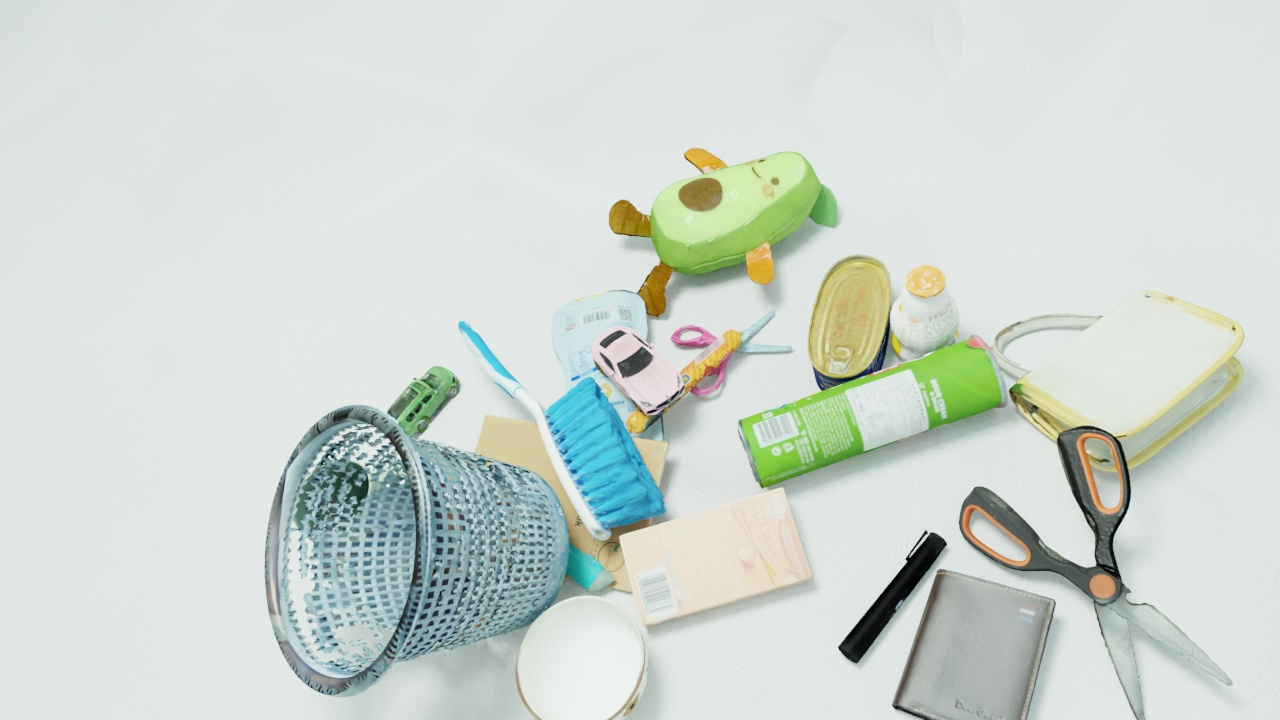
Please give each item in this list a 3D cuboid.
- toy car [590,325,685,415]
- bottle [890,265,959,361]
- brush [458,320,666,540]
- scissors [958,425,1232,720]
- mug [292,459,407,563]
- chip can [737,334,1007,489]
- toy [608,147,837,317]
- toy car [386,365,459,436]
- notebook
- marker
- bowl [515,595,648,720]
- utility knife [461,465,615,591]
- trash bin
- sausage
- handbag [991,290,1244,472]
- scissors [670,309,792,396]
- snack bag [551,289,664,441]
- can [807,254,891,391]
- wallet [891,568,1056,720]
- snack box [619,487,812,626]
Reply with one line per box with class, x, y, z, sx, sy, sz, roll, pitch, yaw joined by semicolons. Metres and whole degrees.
toy car;-0.005;0.005;0.915;0.056;0.037;0.122;-37;48;-11
bottle;0.268;-0.043;0.865;0.063;0.108;0.063;-8;56;11
brush;-0.089;0.046;0.910;0.109;0.060;0.314;-36;58;10
scissors;0.351;0.161;0.730;0.222;0.021;0.220;1;81;41
mug;-0.268;0.150;0.910;0.111;0.106;0.082;-36;53;-7
chip can;0.209;0.048;0.844;0.236;0.072;0.072;-20;53;5
toy;0.088;-0.159;1.017;0.247;0.090;0.226;-24;59;5
toy car;-0.243;0.043;1.022;0.043;0.036;0.091;26;64;32
notebook;-0.084;0.135;0.905;0.208;0.008;0.147;7;71;23
marker;0.213;0.198;0.774;0.022;0.020;0.131;39;74;17
bowl;-0.044;0.266;0.786;0.113;0.062;0.113;-8;54;11
utility knife;-0.107;0.158;0.889;0.209;0.013;0.029;34;85;25
trash bin;-0.179;0.162;0.793;0.227;0.194;0.226;-10;74;39
sausage;0.045;0.020;0.923;0.165;0.021;0.021;-41;54;-16
handbag;0.414;0.004;0.825;0.163;0.063;0.179;-36;39;-8
scissors;0.089;-0.017;0.966;0.133;0.017;0.128;-41;51;-17
snack bag;-0.038;0.018;0.966;0.110;0.039;0.190;-9;62;3
can;0.210;-0.034;0.914;0.075;0.049;0.147;6;59;22
wallet;0.265;0.234;0.727;0.096;0.020;0.122;10;62;35
snack box;0.066;0.176;0.822;0.157;0.026;0.084;-17;67;6
